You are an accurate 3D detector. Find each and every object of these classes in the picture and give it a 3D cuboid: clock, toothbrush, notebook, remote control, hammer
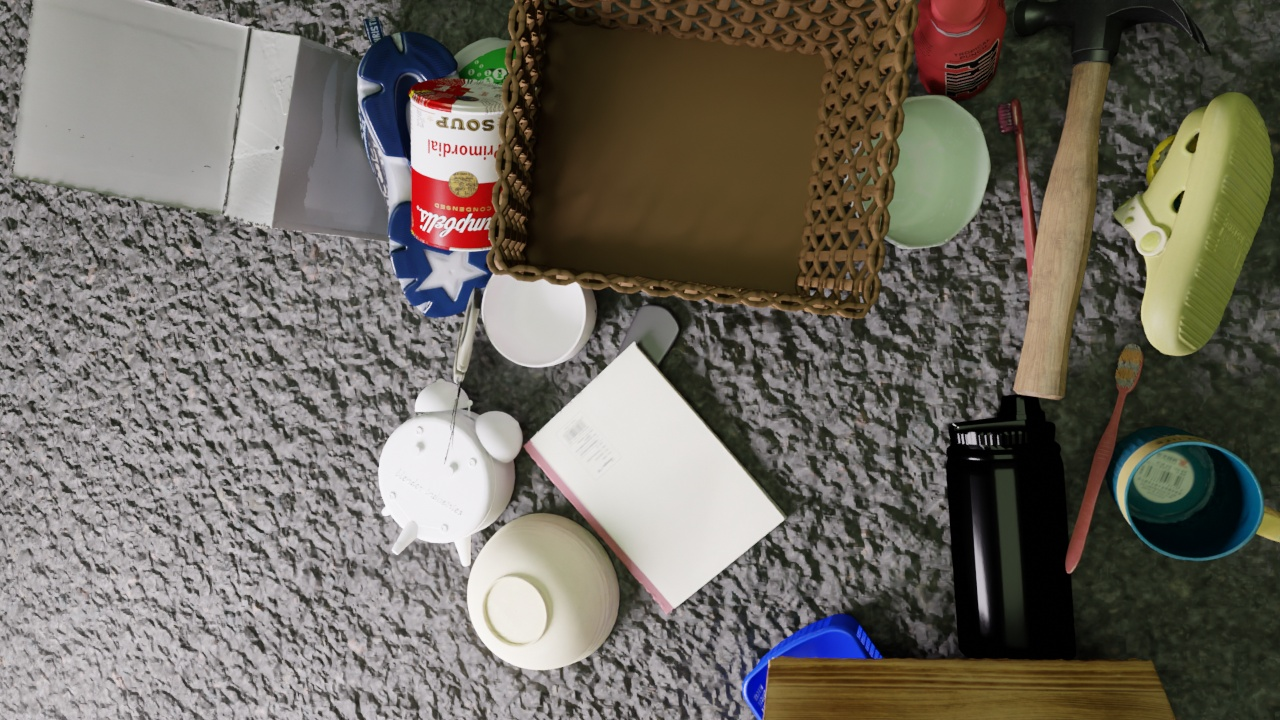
[{"bbox_3d":[-0.190,0.109,0.885,0.125,0.072,0.161,28,102,15],"label":"clock"},{"bbox_3d":[0.306,-0.112,0.731,0.016,0.016,0.190,-7,92,36],"label":"toothbrush"},{"bbox_3d":[0.009,0.110,0.843,0.153,0.012,0.208,-43,84,17],"label":"notebook"},{"bbox_3d":[-0.005,0.005,0.848,0.046,0.009,0.124,32,103,14],"label":"remote control"},{"bbox_3d":[0.349,0.073,0.694,0.015,0.015,0.184,13,76,39],"label":"toothbrush"},{"bbox_3d":[0.322,-0.123,0.674,0.132,0.040,0.305,10,92,48],"label":"hammer"}]

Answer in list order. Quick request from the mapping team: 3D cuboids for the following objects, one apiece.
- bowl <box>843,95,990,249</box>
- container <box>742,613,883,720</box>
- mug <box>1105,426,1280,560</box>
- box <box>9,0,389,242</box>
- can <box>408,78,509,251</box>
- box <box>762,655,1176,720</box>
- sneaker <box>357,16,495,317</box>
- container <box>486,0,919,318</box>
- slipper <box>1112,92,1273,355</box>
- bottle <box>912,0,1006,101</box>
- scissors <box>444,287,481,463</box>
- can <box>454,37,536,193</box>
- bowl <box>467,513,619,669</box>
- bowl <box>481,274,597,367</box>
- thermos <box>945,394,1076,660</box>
[{"bbox_3d":[0.209,-0.149,0.728,0.117,0.061,0.117,-4,103,-17],"label":"bowl"},{"bbox_3d":[0.156,0.277,0.786,0.114,0.058,0.096,-37,82,17],"label":"container"},{"bbox_3d":[0.403,0.099,0.664,0.114,0.107,0.083,21,98,17],"label":"mug"},{"bbox_3d":[-0.400,-0.209,0.747,0.119,0.477,0.166,19,100,44],"label":"box"},{"bbox_3d":[-0.143,-0.159,0.744,0.087,0.086,0.117,17,121,17],"label":"can"},{"bbox_3d":[0.235,0.357,0.669,0.279,0.167,0.245,-5,119,13],"label":"box"},{"bbox_3d":[-0.205,-0.173,0.845,0.132,0.103,0.270,46,149,49],"label":"sneaker"},{"bbox_3d":[0.034,-0.158,0.677,0.251,0.214,0.219,6,96,-3],"label":"container"},{"bbox_3d":[0.398,-0.098,0.675,0.082,0.091,0.190,16,90,56],"label":"slipper"},{"bbox_3d":[0.230,-0.236,0.664,0.062,0.176,0.062,1,94,19],"label":"bottle"},{"bbox_3d":[-0.163,0.006,0.836,0.012,0.163,0.154,12,108,-14],"label":"scissors"},{"bbox_3d":[-0.114,-0.213,0.830,0.088,0.087,0.140,-35,82,18],"label":"can"},{"bbox_3d":[-0.102,0.225,0.863,0.151,0.075,0.151,1,94,18],"label":"bowl"},{"bbox_3d":[-0.089,-0.046,0.851,0.105,0.054,0.105,1,92,19],"label":"bowl"},{"bbox_3d":[0.287,0.127,0.717,0.086,0.086,0.198,-4,92,19],"label":"thermos"}]
